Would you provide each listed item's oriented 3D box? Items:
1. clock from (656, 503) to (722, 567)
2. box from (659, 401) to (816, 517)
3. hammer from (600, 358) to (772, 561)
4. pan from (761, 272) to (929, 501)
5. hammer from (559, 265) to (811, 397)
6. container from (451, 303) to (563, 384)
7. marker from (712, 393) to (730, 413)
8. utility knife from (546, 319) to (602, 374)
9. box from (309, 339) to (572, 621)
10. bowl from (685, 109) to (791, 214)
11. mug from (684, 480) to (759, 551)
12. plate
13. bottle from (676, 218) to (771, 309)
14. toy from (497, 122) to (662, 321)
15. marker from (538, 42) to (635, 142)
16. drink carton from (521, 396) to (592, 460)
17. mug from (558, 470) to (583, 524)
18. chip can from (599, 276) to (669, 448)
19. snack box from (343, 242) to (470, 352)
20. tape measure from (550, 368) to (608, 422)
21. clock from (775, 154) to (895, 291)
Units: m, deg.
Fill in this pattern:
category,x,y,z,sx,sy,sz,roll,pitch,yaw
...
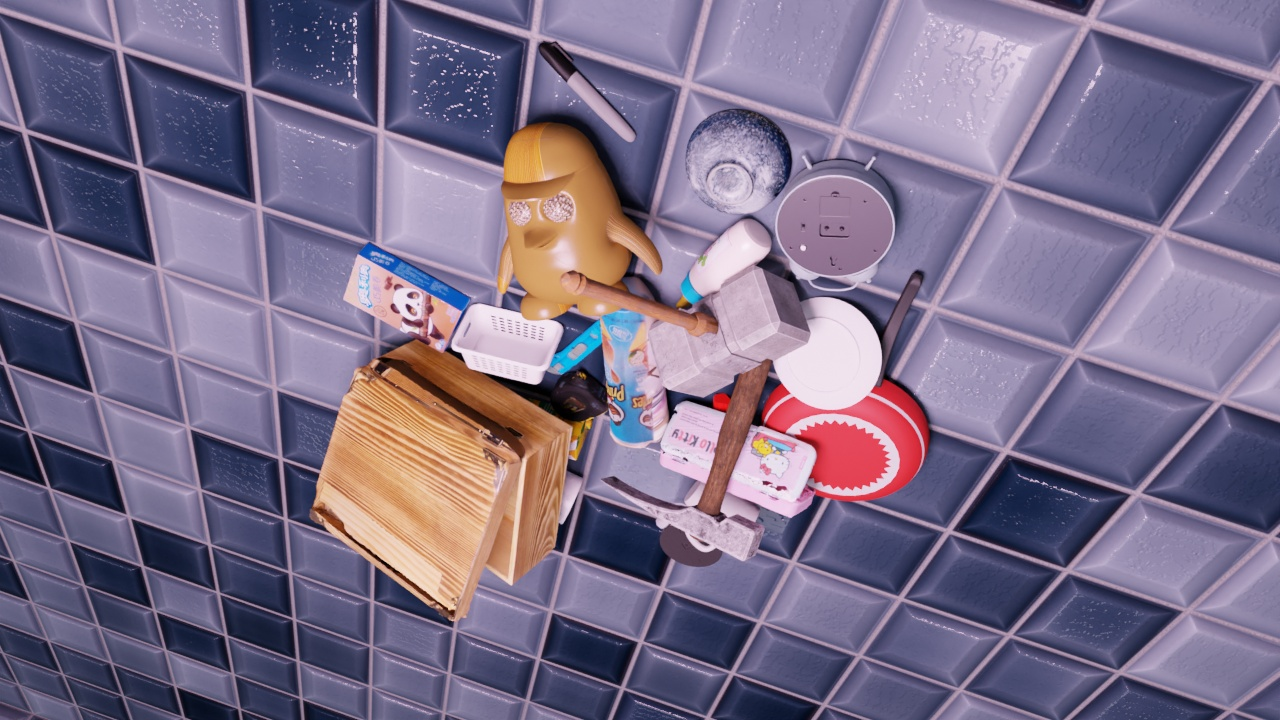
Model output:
category,x,y,z,sx,sy,sz,roll,pitch,yaw
clock,0.073,0.254,1.358,0.095,0.035,0.123,-15,122,28
box,0.124,0.116,1.161,0.202,0.087,0.095,19,109,29
hammer,0.084,0.065,1.122,0.218,0.037,0.301,23,102,28
pan,0.268,0.047,1.111,0.209,0.067,0.357,18,135,5
hammer,0.027,-0.048,0.952,0.163,0.082,0.317,-29,154,30
container,-0.170,-0.018,1.186,0.129,0.080,0.050,13,142,7
marker,0.106,0.106,1.232,0.023,0.021,0.145,25,136,27
utility knife,-0.069,-0.025,1.187,0.031,0.015,0.174,35,129,-19
box,-0.264,0.142,1.192,0.279,0.214,0.258,29,127,25
bowl,0.098,-0.196,0.960,0.114,0.060,0.115,9,132,10
mug,0.099,0.220,1.290,0.089,0.071,0.107,37,112,-2
plate,0.213,-0.006,1.070,0.135,0.011,0.135,10,108,31
bottle,0.087,-0.101,1.048,0.051,0.051,0.147,37,130,-13
toy,-0.087,-0.155,1.000,0.199,0.162,0.203,-4,116,18
marker,-0.054,-0.284,0.968,0.138,0.016,0.022,41,105,-18
drink carton,-0.132,0.093,1.275,0.122,0.058,0.041,12,131,8
mug,-0.147,0.204,1.340,0.090,0.110,0.074,25,162,-3
chip can,-0.007,0.007,1.149,0.080,0.079,0.230,7,132,12
snack box,-0.307,-0.081,1.204,0.151,0.034,0.087,29,131,-7
tape measure,-0.084,0.050,1.236,0.071,0.042,0.073,40,132,-20
clock,0.208,-0.141,0.981,0.123,0.045,0.159,5,130,15
